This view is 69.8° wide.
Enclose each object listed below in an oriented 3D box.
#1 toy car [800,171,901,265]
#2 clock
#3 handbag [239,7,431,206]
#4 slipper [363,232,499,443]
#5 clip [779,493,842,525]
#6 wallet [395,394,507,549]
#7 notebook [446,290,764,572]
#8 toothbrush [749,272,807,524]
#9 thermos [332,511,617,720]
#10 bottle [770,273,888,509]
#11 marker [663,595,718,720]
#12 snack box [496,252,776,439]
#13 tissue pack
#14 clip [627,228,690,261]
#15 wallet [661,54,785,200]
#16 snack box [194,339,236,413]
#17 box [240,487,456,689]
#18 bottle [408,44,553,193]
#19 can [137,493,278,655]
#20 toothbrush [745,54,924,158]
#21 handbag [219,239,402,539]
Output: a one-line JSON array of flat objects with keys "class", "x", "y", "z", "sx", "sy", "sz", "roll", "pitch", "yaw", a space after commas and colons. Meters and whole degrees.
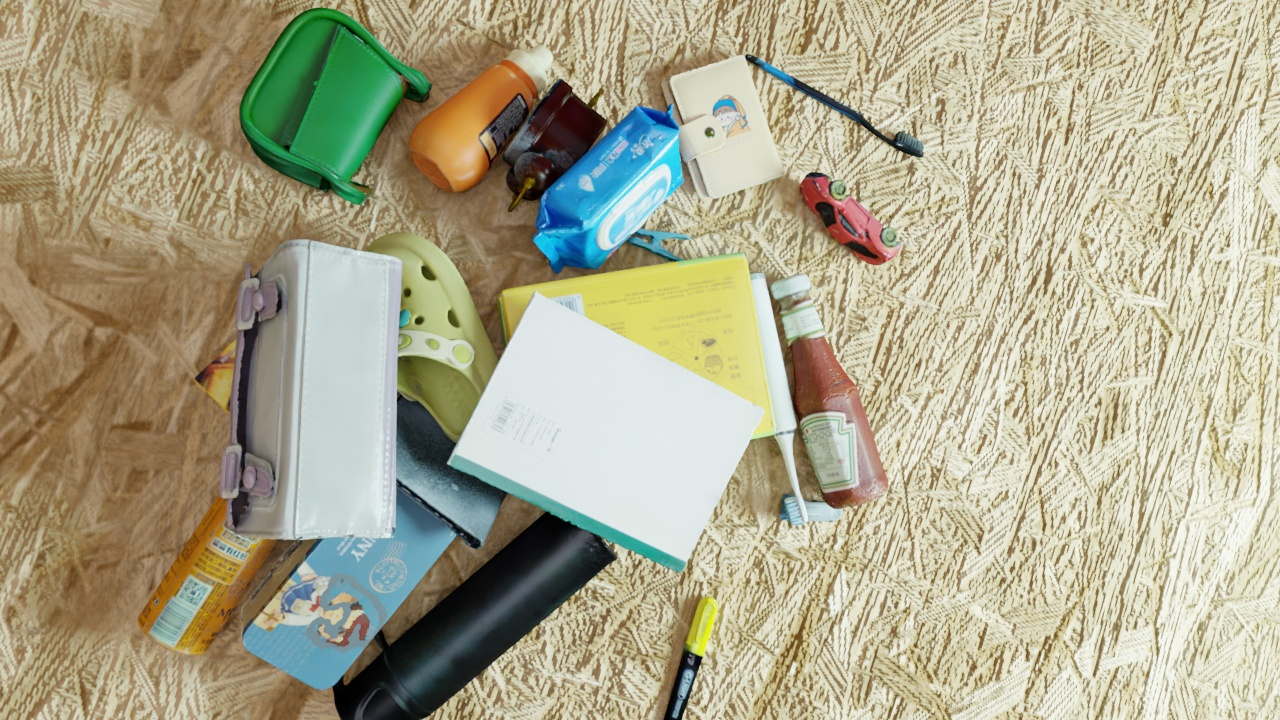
[{"class": "toy car", "x": 0.183, "y": -0.126, "z": 0.817, "sx": 0.106, "sy": 0.049, "sz": 0.031, "roll": 43, "pitch": 80, "yaw": -7}, {"class": "clock", "x": -0.077, "y": -0.174, "z": 0.759, "sx": 0.055, "sy": 0.082, "sz": 0.122, "roll": 36, "pitch": 81, "yaw": -13}, {"class": "handbag", "x": -0.249, "y": -0.204, "z": 0.743, "sx": 0.120, "sy": 0.068, "sz": 0.131, "roll": 32, "pitch": 82, "yaw": -15}, {"class": "slipper", "x": -0.171, "y": -0.012, "z": 0.718, "sx": 0.092, "sy": 0.081, "sz": 0.190, "roll": -32, "pitch": 87, "yaw": 31}, {"class": "clip", "x": 0.155, "y": 0.134, "z": 0.822, "sx": 0.058, "sy": 0.045, "sz": 0.027, "roll": 4, "pitch": 86, "yaw": -15}, {"class": "wallet", "x": -0.159, "y": 0.084, "z": 0.729, "sx": 0.121, "sy": 0.097, "sz": 0.019, "roll": 40, "pitch": 114, "yaw": -10}, {"class": "notebook", "x": -0.024, "y": 0.059, "z": 0.720, "sx": 0.209, "sy": 0.012, "sz": 0.150, "roll": 28, "pitch": 88, "yaw": -13}, {"class": "toothbrush", "x": 0.118, "y": 0.033, "z": 0.803, "sx": 0.026, "sy": 0.027, "sz": 0.221, "roll": -11, "pitch": 85, "yaw": 2}, {"class": "thermos", "x": -0.140, "y": 0.204, "z": 0.748, "sx": 0.242, "sy": 0.068, "sz": 0.090, "roll": -38, "pitch": 75, "yaw": -8}, {"class": "bottle", "x": 0.160, "y": 0.025, "z": 0.806, "sx": 0.059, "sy": 0.060, "sz": 0.206, "roll": -17, "pitch": 87, "yaw": -10}, {"class": "marker", "x": 0.043, "y": 0.266, "z": 0.800, "sx": 0.018, "sy": 0.015, "sz": 0.124, "roll": 18, "pitch": 87, "yaw": -6}, {"class": "snack box", "x": -0.005, "y": 0.004, "z": 0.771, "sx": 0.210, "sy": 0.070, "sz": 0.157, "roll": -10, "pitch": 91, "yaw": -10}, {"class": "tissue pack", "x": -0.023, "y": -0.135, "z": 0.757, "sx": 0.157, "sy": 0.095, "sz": 0.052, "roll": -45, "pitch": 75, "yaw": -8}, {"class": "clip", "x": 0.016, "y": -0.103, "z": 0.806, "sx": 0.056, "sy": 0.014, "sz": 0.039, "roll": 12, "pitch": 86, "yaw": -8}, {"class": "wallet", "x": 0.071, "y": -0.205, "z": 0.814, "sx": 0.087, "sy": 0.024, "sz": 0.115, "roll": -19, "pitch": 93, "yaw": -8}, {"class": "snack box", "x": -0.276, "y": 0.034, "z": 0.744, "sx": 0.087, "sy": 0.034, "sz": 0.140, "roll": -45, "pitch": 97, "yaw": -9}, {"class": "box", "x": -0.226, "y": 0.161, "z": 0.726, "sx": 0.090, "sy": 0.060, "sz": 0.184, "roll": 40, "pitch": 85, "yaw": -26}, {"class": "bottle", "x": -0.125, "y": -0.209, "z": 0.765, "sx": 0.067, "sy": 0.067, "sz": 0.149, "roll": 41, "pitch": 75, "yaw": -6}, {"class": "can", "x": -0.327, "y": 0.154, "z": 0.719, "sx": 0.058, "sy": 0.058, "sz": 0.146, "roll": 32, "pitch": 84, "yaw": -7}, {"class": "toothbrush", "x": 0.179, "y": -0.234, "z": 0.837, "sx": 0.189, "sy": 0.014, "sz": 0.016, "roll": 27, "pitch": 83, "yaw": -7}, {"class": "handbag", "x": -0.240, "y": 0.026, "z": 0.651, "sx": 0.098, "sy": 0.145, "sz": 0.197, "roll": 7, "pitch": 77, "yaw": -37}]
